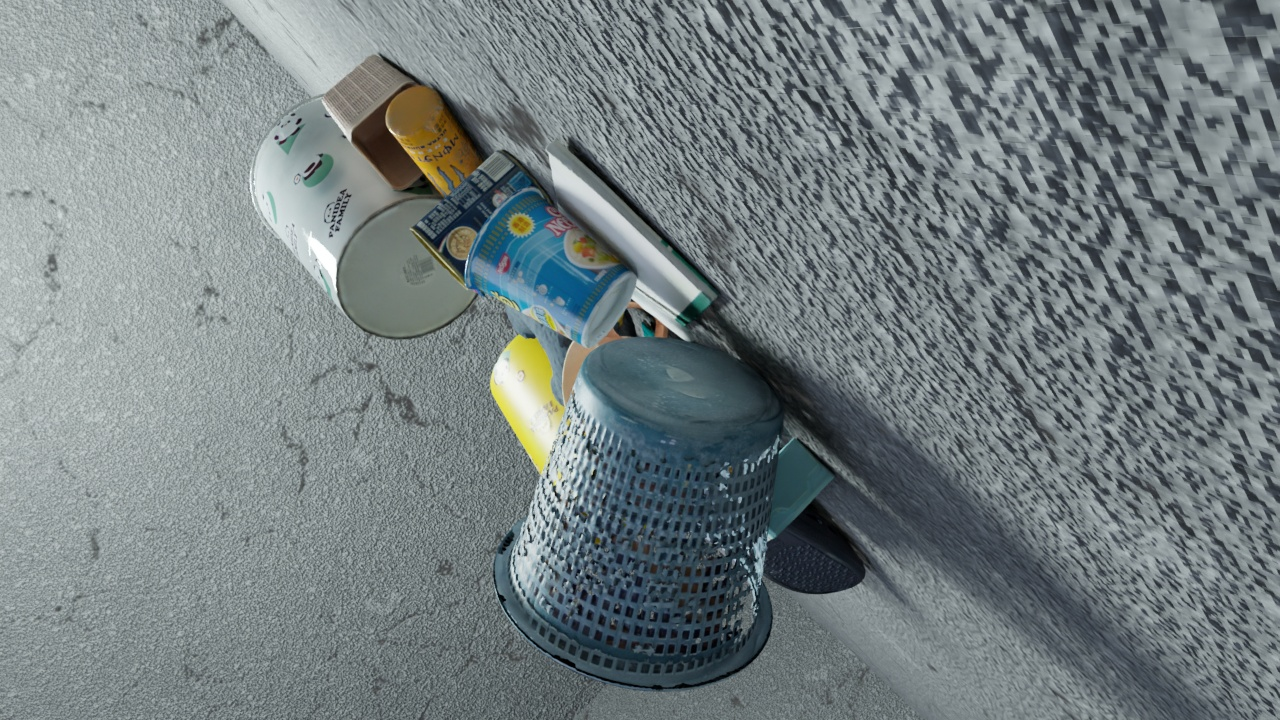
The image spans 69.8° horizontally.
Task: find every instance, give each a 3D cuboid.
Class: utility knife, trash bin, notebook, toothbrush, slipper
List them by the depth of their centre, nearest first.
[{"bbox_3d":[0.014,0.097,0.695,0.226,0.195,0.226,11,-155,-5],"label":"trash bin"},{"bbox_3d":[-0.011,-0.084,0.701,0.150,0.012,0.209,44,175,0],"label":"notebook"},{"bbox_3d":[-0.011,-0.055,0.785,0.180,0.016,0.016,38,180,44],"label":"toothbrush"},{"bbox_3d":[0.012,-0.020,0.979,0.029,0.013,0.174,43,174,11],"label":"utility knife"},{"bbox_3d":[0.156,0.179,1.033,0.268,0.083,0.111,36,139,-26],"label":"slipper"},{"bbox_3d":[-0.315,-0.166,1.096,0.252,0.229,0.229,46,176,40],"label":"trash bin"},{"bbox_3d":[-0.062,0.082,1.242,0.255,0.229,0.229,48,176,30],"label":"trash bin"}]

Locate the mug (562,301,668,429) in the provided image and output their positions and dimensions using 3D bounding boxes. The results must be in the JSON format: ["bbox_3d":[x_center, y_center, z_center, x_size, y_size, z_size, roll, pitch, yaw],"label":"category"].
[{"bbox_3d":[-0.005,0.005,0.823,0.105,0.114,0.082,1,-173,-30],"label":"mug"}]

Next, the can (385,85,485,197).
[{"bbox_3d":[-0.195,-0.207,0.916,0.058,0.058,0.146,43,174,25],"label":"can"}]

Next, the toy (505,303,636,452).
[{"bbox_3d":[-0.065,-0.029,0.914,0.138,0.091,0.356,-23,92,58],"label":"toy"}]

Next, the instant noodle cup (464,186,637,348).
[{"bbox_3d":[-0.066,-0.067,0.727,0.110,0.099,0.099,34,172,12],"label":"instant noodle cup"}]

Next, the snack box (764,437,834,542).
[{"bbox_3d":[0.130,0.125,0.860,0.051,0.074,0.175,45,174,12],"label":"snack box"}]

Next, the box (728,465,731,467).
[{"bbox_3d":[0.061,0.038,0.876,0.163,0.076,0.086,-144,49,-62],"label":"box"}]

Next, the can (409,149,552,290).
[{"bbox_3d":[-0.143,-0.129,0.835,0.075,0.111,0.075,45,172,7],"label":"can"}]

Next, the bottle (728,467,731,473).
[{"bbox_3d":[0.145,0.171,1.148,0.057,0.057,0.175,42,173,34],"label":"bottle"}]

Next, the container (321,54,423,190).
[{"bbox_3d":[-0.267,-0.254,0.961,0.111,0.090,0.090,44,175,40],"label":"container"}]
